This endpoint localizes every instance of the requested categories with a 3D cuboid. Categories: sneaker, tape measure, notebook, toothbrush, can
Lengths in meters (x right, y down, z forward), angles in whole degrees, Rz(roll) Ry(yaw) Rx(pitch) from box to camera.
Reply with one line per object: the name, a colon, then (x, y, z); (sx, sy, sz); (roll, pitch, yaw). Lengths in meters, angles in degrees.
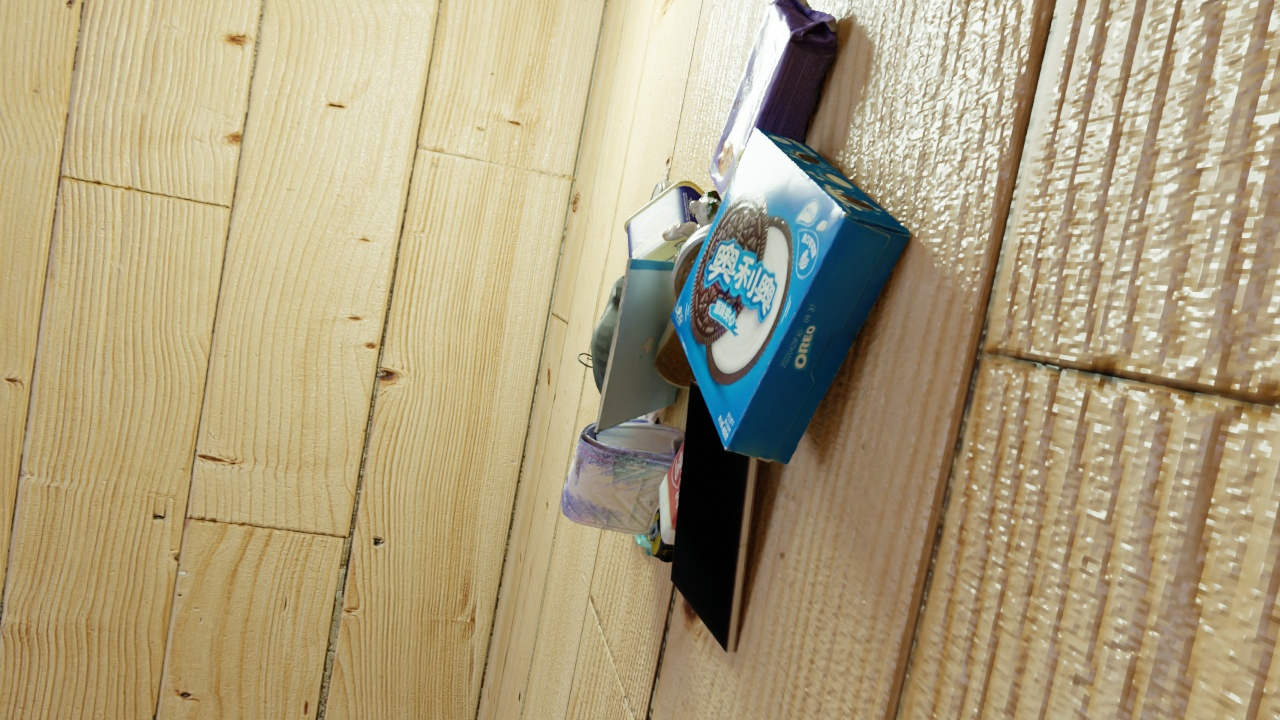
sneaker: (-0.038, -0.004, 1.333); (0.237, 0.101, 0.143); (-80, 9, -45)
tape measure: (0.030, 0.193, 1.024); (0.061, 0.034, 0.061); (109, 166, -47)
notebook: (0.065, 0.136, 0.836); (0.141, 0.008, 0.209); (-142, 55, -66)
notebook: (0.016, -0.023, 1.025); (0.253, 0.009, 0.181); (-11, -65, -69)
sneaker: (0.073, -0.064, 0.960); (0.236, 0.087, 0.079); (107, -173, -53)
toothbrush: (0.004, 0.228, 1.163); (0.135, 0.017, 0.022); (-158, 75, -78)
can: (0.035, -0.155, 1.149); (0.116, 0.056, 0.092); (-32, 41, 29)

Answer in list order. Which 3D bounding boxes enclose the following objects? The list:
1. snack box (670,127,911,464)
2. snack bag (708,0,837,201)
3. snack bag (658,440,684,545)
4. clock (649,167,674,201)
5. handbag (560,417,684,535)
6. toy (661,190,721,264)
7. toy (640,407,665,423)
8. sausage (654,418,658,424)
snack box: (0.105, -0.062, 0.737); (0.238, 0.056, 0.196); (-107, 37, -61)
snack bag: (0.126, -0.238, 0.866); (0.096, 0.058, 0.206); (-100, 25, -52)
snack bag: (0.065, 0.101, 0.919); (0.226, 0.041, 0.077); (115, 159, -47)
clock: (0.034, -0.184, 1.258); (0.104, 0.061, 0.156); (112, 166, -47)
handbag: (-0.023, 0.136, 1.099); (0.159, 0.126, 0.069); (109, 168, -46)
toy: (0.067, -0.142, 0.973); (0.106, 0.085, 0.074); (97, 179, -63)
toy: (0.011, 0.051, 1.164); (0.109, 0.053, 0.104); (109, 176, -52)
sausage: (0.014, 0.088, 1.225); (0.155, 0.020, 0.020); (-101, 24, -60)
